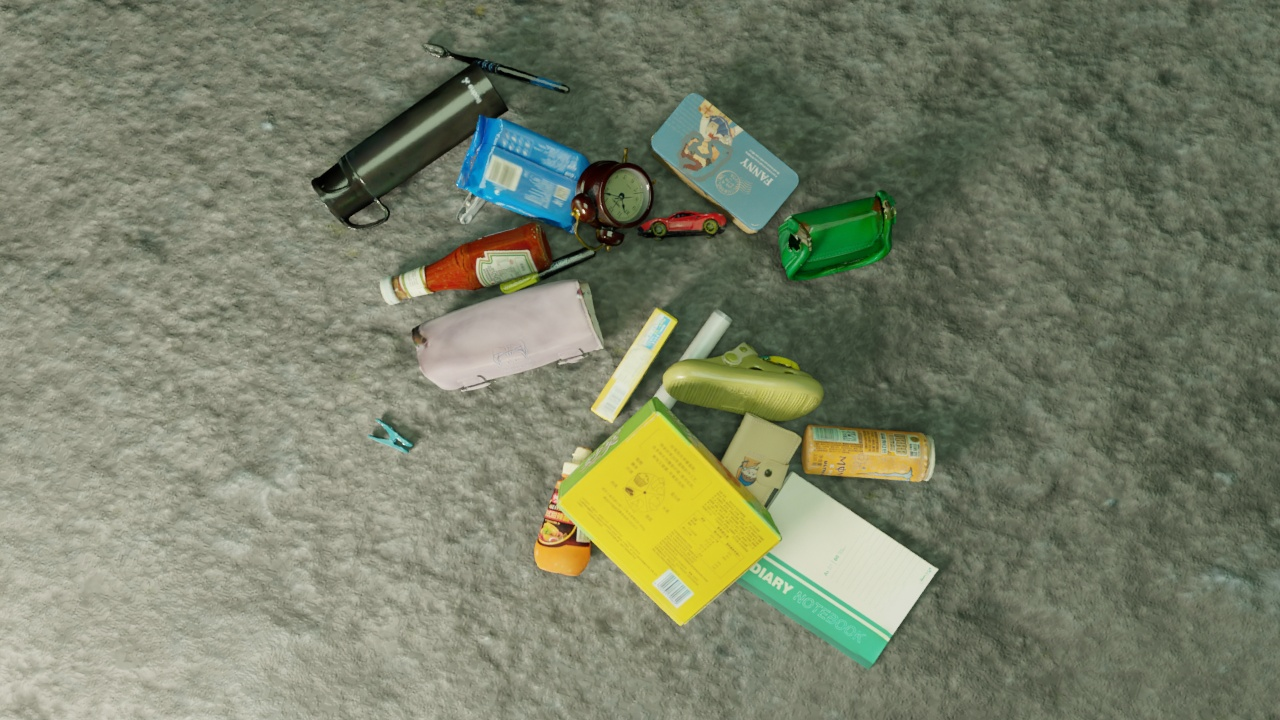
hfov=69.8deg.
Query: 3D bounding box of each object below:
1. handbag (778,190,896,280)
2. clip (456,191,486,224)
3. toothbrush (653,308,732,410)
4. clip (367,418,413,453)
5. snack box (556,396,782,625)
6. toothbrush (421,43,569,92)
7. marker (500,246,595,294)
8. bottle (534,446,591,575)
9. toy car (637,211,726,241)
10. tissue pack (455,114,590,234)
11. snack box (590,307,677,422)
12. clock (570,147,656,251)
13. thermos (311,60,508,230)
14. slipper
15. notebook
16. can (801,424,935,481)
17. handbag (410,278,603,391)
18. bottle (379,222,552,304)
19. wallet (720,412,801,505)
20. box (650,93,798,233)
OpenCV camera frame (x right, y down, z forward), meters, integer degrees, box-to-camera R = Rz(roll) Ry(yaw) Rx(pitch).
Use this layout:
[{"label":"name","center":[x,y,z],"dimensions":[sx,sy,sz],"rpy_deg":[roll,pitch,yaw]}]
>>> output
[{"label":"handbag","center":[0.225,-0.143,1.053],"dimensions":[0.131,0.120,0.068],"rpy_deg":[-14,83,3]},{"label":"clip","center":[-0.202,-0.190,1.111],"dimensions":[0.045,0.027,0.058],"rpy_deg":[42,99,18]},{"label":"toothbrush","center":[0.038,0.035,1.101],"dimensions":[0.026,0.026,0.221],"rpy_deg":[35,91,19]},{"label":"clip","center":[-0.302,0.094,1.115],"dimensions":[0.056,0.013,0.039],"rpy_deg":[28,91,1]},{"label":"snack box","center":[0.032,0.169,1.034],"dimensions":[0.158,0.070,0.210],"rpy_deg":[-43,101,6]},{"label":"toothbrush","center":[-0.177,-0.356,1.118],"dimensions":[0.189,0.016,0.014],"rpy_deg":[17,97,1]},{"label":"marker","center":[-0.112,-0.110,1.112],"dimensions":[0.124,0.015,0.018],"rpy_deg":[-23,88,0]},{"label":"bottle","center":[-0.081,0.176,1.087],"dimensions":[0.067,0.067,0.149],"rpy_deg":[11,82,1]},{"label":"toy car","center":[0.049,-0.160,1.092],"dimensions":[0.106,0.049,0.031],"rpy_deg":[-5,88,1]},{"label":"tissue pack","center":[-0.131,-0.219,1.084],"dimensions":[0.157,0.052,0.095],"rpy_deg":[20,87,-20]},{"label":"snack box","center":[-0.006,0.006,1.072],"dimensions":[0.034,0.087,0.140],"rpy_deg":[35,90,1]},{"label":"clock","center":[-0.036,-0.183,1.072],"dimensions":[0.082,0.055,0.121],"rpy_deg":[44,74,-32]},{"label":"thermos","center":[-0.269,-0.250,1.097],"dimensions":[0.242,0.068,0.090],"rpy_deg":[-36,103,2]},{"label":"slipper","center":[0.121,0.015,1.068],"dimensions":[0.190,0.092,0.081],"rpy_deg":[8,65,-9]},{"label":"notebook","center":[0.228,0.252,1.101],"dimensions":[0.209,0.012,0.150],"rpy_deg":[33,91,2]},{"label":"can","center":[0.265,0.109,1.078],"dimensions":[0.146,0.058,0.058],"rpy_deg":[4,89,2]},{"label":"handbag","center":[-0.146,-0.029,1.048],"dimensions":[0.197,0.145,0.098],"rpy_deg":[-15,86,2]},{"label":"bottle","center":[-0.209,-0.110,1.095],"dimensions":[0.206,0.059,0.060],"rpy_deg":[-16,89,6]},{"label":"wallet","center":[0.135,0.126,1.081],"dimensions":[0.087,0.024,0.115],"rpy_deg":[22,100,-23]},{"label":"box","center":[0.102,-0.227,1.088],"dimensions":[0.184,0.059,0.090],"rpy_deg":[37,91,3]}]
